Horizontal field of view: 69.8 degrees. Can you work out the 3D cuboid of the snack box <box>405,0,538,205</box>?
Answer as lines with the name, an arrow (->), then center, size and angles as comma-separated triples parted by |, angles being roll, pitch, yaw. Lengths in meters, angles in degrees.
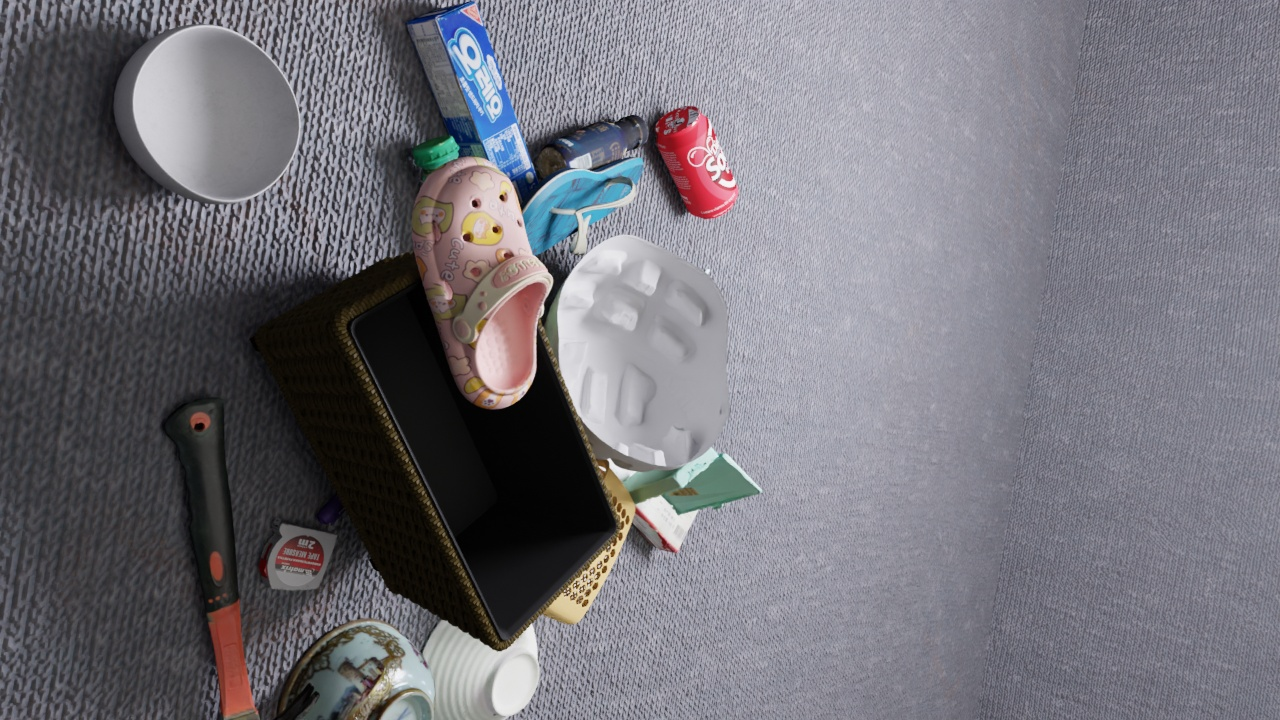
snack box -> -0.164, -0.245, 0.944 | 0.059, 0.060, 0.226 | -41, 127, -34

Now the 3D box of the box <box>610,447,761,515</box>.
box -> 0.045, 0.161, 1.098 | 0.110, 0.188, 0.078 | 40, 60, -14

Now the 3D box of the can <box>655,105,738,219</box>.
can -> 0.076, -0.261, 1.222 | 0.074, 0.074, 0.142 | -56, 135, -28

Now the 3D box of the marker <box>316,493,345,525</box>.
marker -> -0.270, 0.110, 0.912 | 0.133, 0.018, 0.015 | -52, 175, -31

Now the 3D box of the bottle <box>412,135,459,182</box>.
bottle -> -0.177, -0.124, 0.942 | 0.067, 0.068, 0.210 | -42, 127, -38

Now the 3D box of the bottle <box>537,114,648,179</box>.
bottle -> -0.052, -0.249, 1.081 | 0.160, 0.056, 0.056 | -36, 123, -41

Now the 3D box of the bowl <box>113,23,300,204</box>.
bowl -> -0.345, -0.192, 0.723 | 0.131, 0.064, 0.132 | -13, 107, -49

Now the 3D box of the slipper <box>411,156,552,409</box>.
slipper -> -0.111, -0.056, 0.698 | 0.093, 0.082, 0.197 | -20, 108, -45

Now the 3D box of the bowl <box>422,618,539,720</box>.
bowl -> -0.165, 0.357, 1.047 | 0.176, 0.071, 0.177 | -13, 108, -49

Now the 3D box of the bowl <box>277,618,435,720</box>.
bowl -> -0.262, 0.348, 0.907 | 0.159, 0.094, 0.160 | -12, 105, -49

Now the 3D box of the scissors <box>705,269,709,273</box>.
scissors -> 0.069, -0.078, 1.297 | 0.127, 0.014, 0.129 | 15, 81, -52

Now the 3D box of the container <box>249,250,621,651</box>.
container -> -0.191, 0.065, 0.829 | 0.175, 0.205, 0.321 | -40, 120, -40

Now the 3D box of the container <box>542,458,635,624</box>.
container -> -0.109, 0.186, 1.035 | 0.167, 0.129, 0.183 | 50, 60, -39

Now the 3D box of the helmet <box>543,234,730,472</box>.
helmet -> -0.007, 0.007, 1.040 | 0.224, 0.281, 0.184 | 16, 129, -21

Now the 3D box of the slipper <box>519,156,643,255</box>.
slipper -> -0.057, -0.164, 1.022 | 0.118, 0.060, 0.294 | -50, 175, 30

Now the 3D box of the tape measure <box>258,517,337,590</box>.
tape measure -> -0.323, 0.183, 0.859 | 0.060, 0.020, 0.062 | 26, 76, -44

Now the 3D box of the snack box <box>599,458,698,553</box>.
snack box -> -0.010, 0.160, 1.225 | 0.273, 0.044, 0.076 | 53, 56, -41

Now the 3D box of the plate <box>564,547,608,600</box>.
plate -> -0.087, 0.235, 1.165 | 0.156, 0.014, 0.157 | -13, 107, -49

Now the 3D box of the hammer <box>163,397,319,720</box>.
hammer -> -0.363, 0.196, 0.793 | 0.132, 0.033, 0.333 | -11, 102, -33
